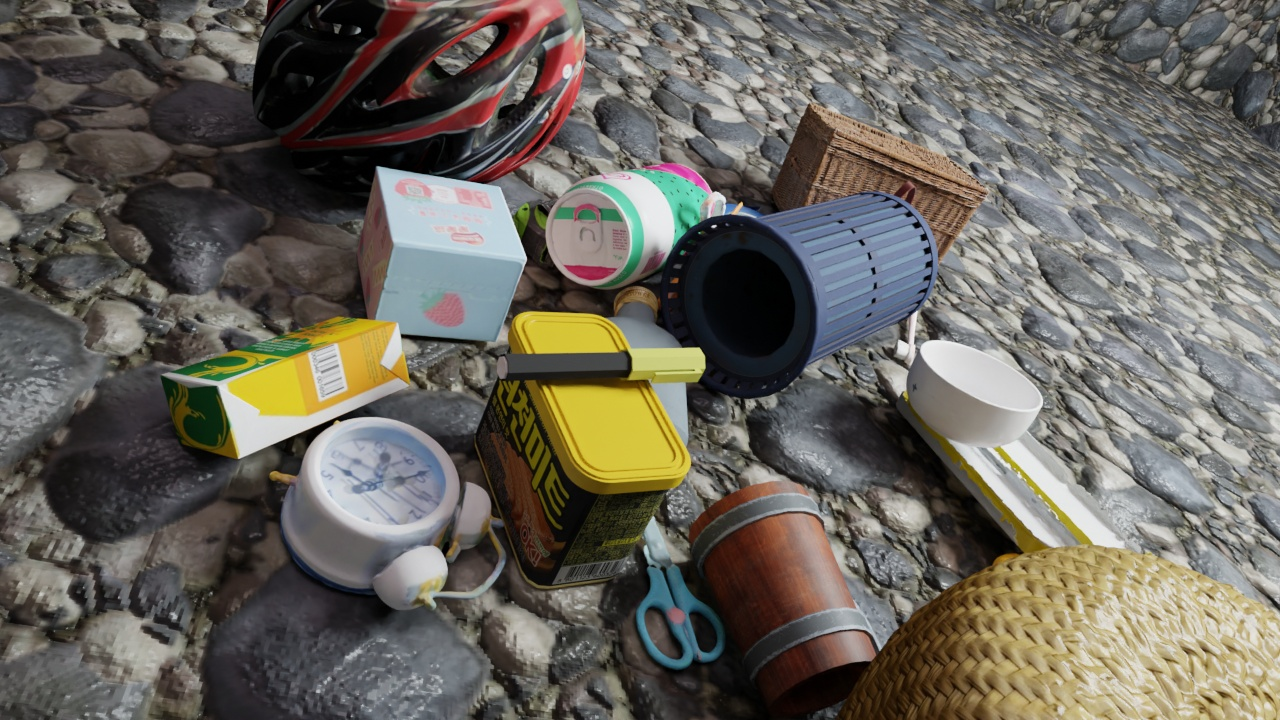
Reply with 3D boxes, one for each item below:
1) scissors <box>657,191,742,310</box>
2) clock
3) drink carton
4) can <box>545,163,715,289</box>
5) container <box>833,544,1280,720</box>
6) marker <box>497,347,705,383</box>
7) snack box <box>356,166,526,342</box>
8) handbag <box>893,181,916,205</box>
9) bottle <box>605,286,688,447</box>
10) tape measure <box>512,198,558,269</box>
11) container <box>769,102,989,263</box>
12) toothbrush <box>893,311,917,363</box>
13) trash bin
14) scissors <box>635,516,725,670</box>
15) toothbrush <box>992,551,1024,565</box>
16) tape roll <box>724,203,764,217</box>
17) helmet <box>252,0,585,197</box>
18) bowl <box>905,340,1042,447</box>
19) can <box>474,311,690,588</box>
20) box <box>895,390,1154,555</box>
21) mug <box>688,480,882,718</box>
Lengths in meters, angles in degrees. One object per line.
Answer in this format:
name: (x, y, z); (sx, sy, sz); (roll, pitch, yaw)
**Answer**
scissors: (0.052, -0.094, 0.776); (0.011, 0.128, 0.125); (33, 68, 15)
clock: (-0.129, 0.083, 0.489); (0.125, 0.052, 0.088); (33, 35, 3)
drink carton: (-0.195, 0.010, 0.522); (0.058, 0.041, 0.122); (6, 22, 36)
can: (-0.004, -0.113, 0.759); (0.088, 0.088, 0.165); (36, 28, 13)
container: (0.226, 0.238, 0.396); (0.307, 0.197, 0.306); (16, 39, -13)
marker: (-0.019, 0.004, 0.506); (0.123, 0.018, 0.021); (-1, 44, -31)
snack box: (-0.143, -0.073, 0.648); (0.093, 0.080, 0.094); (4, 39, -28)
handbag: (0.240, -0.127, 0.920); (0.055, 0.120, 0.029); (-2, 44, -33)
bottle: (-0.004, 0.004, 0.667); (0.072, 0.046, 0.161); (17, 37, -13)
tape measure: (-0.076, -0.113, 0.776); (0.058, 0.036, 0.065); (35, 37, 12)
container: (0.250, -0.182, 0.988); (0.198, 0.113, 0.113); (16, 27, -14)
toothbrush: (0.274, -0.048, 0.935); (0.018, 0.016, 0.180); (24, 36, 5)
trash bin: (0.147, -0.068, 0.776); (0.139, 0.140, 0.248); (43, 37, 22)
scissors: (0.014, 0.124, 0.557); (0.056, 0.015, 0.136); (4, 45, -24)
toothbrush: (0.345, 0.163, 0.702); (0.196, 0.031, 0.030); (8, 35, -25)
tape roll: (0.112, -0.124, 0.925); (0.091, 0.016, 0.093); (-6, 47, -37)
helmet: (-0.168, -0.221, 0.681); (0.217, 0.273, 0.166); (56, 42, -29)
bowl: (0.265, 0.032, 0.745); (0.105, 0.054, 0.104); (14, 28, -8)
can: (-0.041, 0.052, 0.537); (0.072, 0.101, 0.130); (0, 43, -32)
box: (0.306, 0.092, 0.747); (0.127, 0.023, 0.209); (11, 28, -25)
mug: (0.095, 0.143, 0.541); (0.117, 0.082, 0.111); (22, 34, -42)
